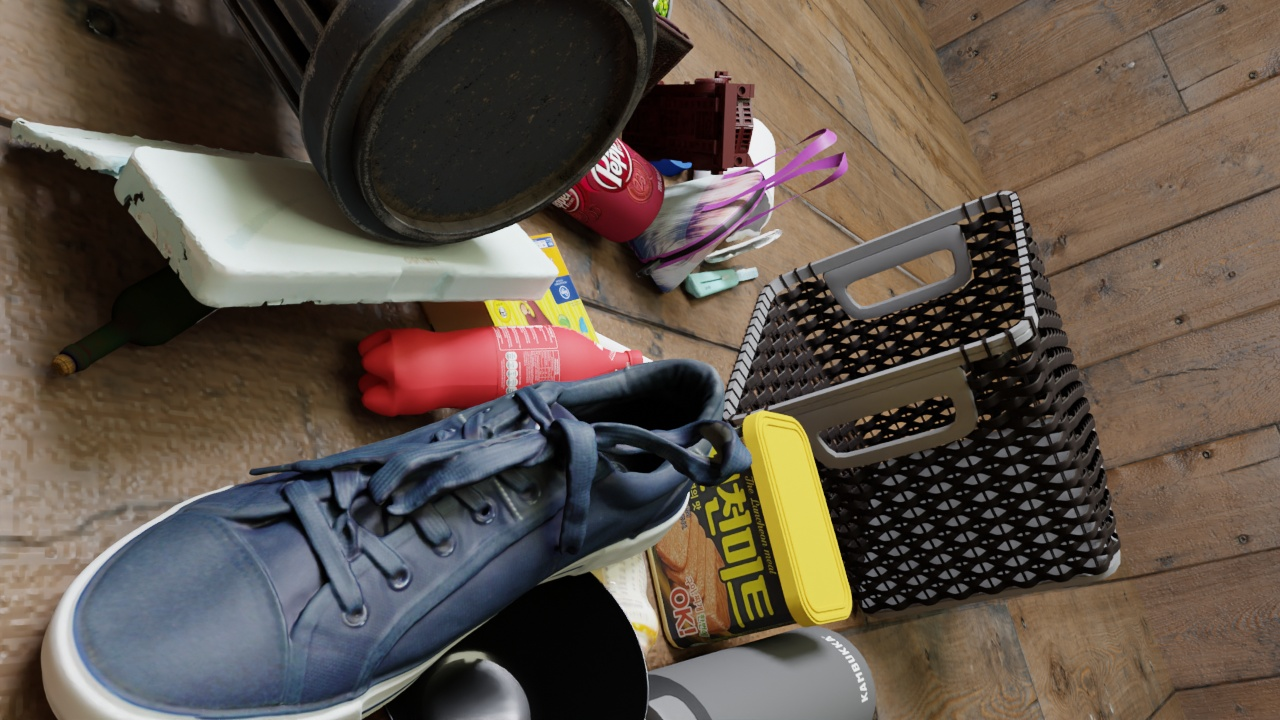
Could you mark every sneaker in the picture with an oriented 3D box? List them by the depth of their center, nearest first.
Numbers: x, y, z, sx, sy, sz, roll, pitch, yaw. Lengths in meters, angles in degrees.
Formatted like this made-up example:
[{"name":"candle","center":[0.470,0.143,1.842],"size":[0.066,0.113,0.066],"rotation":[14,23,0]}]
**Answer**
[{"name":"sneaker","center":[-0.063,0.051,0.357],"size":[0.293,0.128,0.120],"rotation":[-17,57,-45]}]

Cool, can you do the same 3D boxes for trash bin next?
[{"name":"trash bin","center":[-0.110,-0.173,0.379],"size":[0.227,0.165,0.164],"rotation":[54,26,20]}]

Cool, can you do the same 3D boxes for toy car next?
[{"name":"toy car","center":[0.042,-0.178,0.691],"size":[0.061,0.170,0.070],"rotation":[-7,108,-24]}]

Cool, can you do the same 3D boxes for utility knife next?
[{"name":"utility knife","center":[0.077,-0.074,0.832],"size":[0.168,0.015,0.022],"rotation":[-20,86,-63]}]

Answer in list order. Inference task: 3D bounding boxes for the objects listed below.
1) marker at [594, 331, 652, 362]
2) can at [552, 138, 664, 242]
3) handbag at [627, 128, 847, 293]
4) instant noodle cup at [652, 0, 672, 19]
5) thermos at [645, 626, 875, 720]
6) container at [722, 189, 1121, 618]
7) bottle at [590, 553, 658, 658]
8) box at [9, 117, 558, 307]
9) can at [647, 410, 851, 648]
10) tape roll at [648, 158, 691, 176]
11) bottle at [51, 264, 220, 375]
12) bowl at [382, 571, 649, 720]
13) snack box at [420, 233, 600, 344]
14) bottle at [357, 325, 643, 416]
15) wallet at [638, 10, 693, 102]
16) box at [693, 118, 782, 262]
[{"name":"marker","center":[-0.004,0.004,0.643],"size":[0.141,0.020,0.020],"rotation":[26,48,-48]},{"name":"can","center":[-0.037,-0.131,0.638],"size":[0.114,0.063,0.063],"rotation":[27,48,-47]},{"name":"handbag","center":[0.077,-0.124,0.707],"size":[0.068,0.170,0.144],"rotation":[56,32,-18]},{"name":"instant noodle cup","center":[-0.063,-0.262,0.647],"size":[0.121,0.124,0.123],"rotation":[-6,74,-49]},{"name":"thermos","center":[0.052,0.209,0.525],"size":[0.240,0.082,0.082],"rotation":[11,60,-55]},{"name":"container","center":[0.252,0.045,0.799],"size":[0.244,0.248,0.244],"rotation":[58,31,-21]},{"name":"bottle","center":[-0.029,0.110,0.486],"size":[0.063,0.063,0.108],"rotation":[32,33,-44]},{"name":"box","center":[-0.135,-0.068,0.397],"size":[0.136,0.043,0.196],"rotation":[36,19,22]},{"name":"can","center":[0.062,0.111,0.589],"size":[0.072,0.101,0.130],"rotation":[14,58,-54]},{"name":"tape roll","center":[0.015,-0.211,0.822],"size":[0.091,0.016,0.093],"rotation":[18,55,-52]},{"name":"bottle","center":[-0.188,-0.023,0.364],"size":[0.025,0.025,0.105],"rotation":[57,31,-16]},{"name":"bowl","center":[-0.063,0.142,0.402],"size":[0.124,0.053,0.123],"rotation":[21,37,-17]},{"name":"snack box","center":[-0.065,-0.004,0.529],"size":[0.088,0.040,0.126],"rotation":[-25,91,-60]},{"name":"bottle","center":[-0.066,0.004,0.457],"size":[0.141,0.042,0.042],"rotation":[-2,68,-21]},{"name":"wallet","center":[-0.032,-0.199,0.638],"size":[0.099,0.120,0.031],"rotation":[11,47,-55]},{"name":"box","center":[0.087,-0.146,0.830],"size":[0.160,0.081,0.092],"rotation":[-81,157,-44]}]
